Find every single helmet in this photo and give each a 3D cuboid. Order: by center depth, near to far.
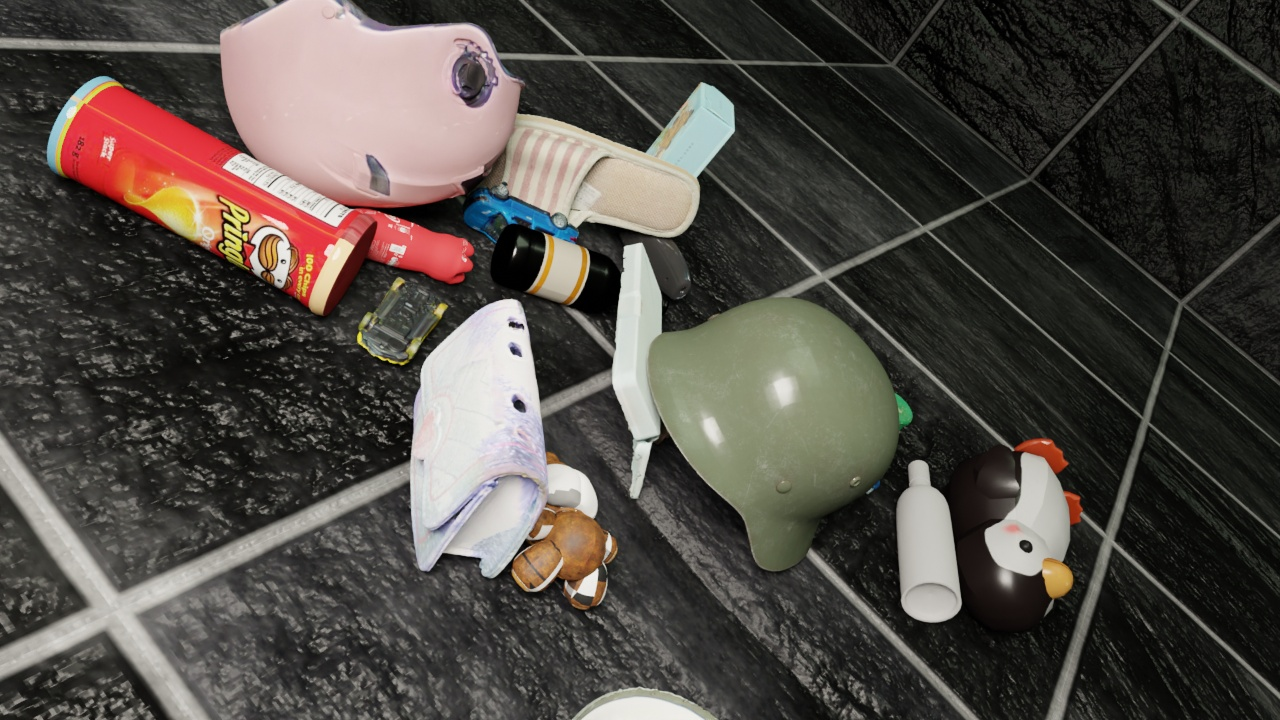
[{"bbox_3d":[0.124,0.037,0.766,0.267,0.154,0.226,19,43,-48],"label":"helmet"},{"bbox_3d":[-0.222,-0.207,0.787,0.230,0.152,0.254,4,3,40],"label":"helmet"}]

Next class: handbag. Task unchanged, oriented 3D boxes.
[{"bbox_3d":[-0.112,0.051,0.621,0.069,0.127,0.158,15,40,-26],"label":"handbag"}]

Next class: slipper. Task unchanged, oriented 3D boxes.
[{"bbox_3d":[-0.065,-0.178,0.948,0.262,0.115,0.052,11,34,-13],"label":"slipper"}]

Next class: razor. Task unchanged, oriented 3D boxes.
[{"bbox_3d":[0.020,-0.126,1.033,0.063,0.053,0.140,-3,51,-39],"label":"razor"}]

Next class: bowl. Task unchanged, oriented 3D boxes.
[{"bbox_3d":[0.003,0.268,0.505,0.153,0.073,0.153,24,36,-19],"label":"bowl"}]

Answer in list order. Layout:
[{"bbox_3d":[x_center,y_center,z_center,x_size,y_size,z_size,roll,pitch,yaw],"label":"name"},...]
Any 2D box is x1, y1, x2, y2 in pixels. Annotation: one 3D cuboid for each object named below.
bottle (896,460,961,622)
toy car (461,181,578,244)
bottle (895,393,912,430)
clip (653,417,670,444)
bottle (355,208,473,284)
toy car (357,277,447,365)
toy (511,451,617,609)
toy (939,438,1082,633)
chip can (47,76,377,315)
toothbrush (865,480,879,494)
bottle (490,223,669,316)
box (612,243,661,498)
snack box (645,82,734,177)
[{"bbox_3d":[0.280,0.166,0.904,0.052,0.053,0.194,31,33,-7],"label":"bottle"},{"bbox_3d":[-0.118,-0.132,0.910,0.120,0.056,0.043,23,57,-29],"label":"toy car"},{"bbox_3d":[0.216,0.078,0.902,0.043,0.111,0.043,25,35,-19],"label":"bottle"},{"bbox_3d":[0.025,0.056,0.836,0.060,0.026,0.049,3,47,-38],"label":"clip"},{"bbox_3d":[-0.215,-0.103,0.797,0.141,0.042,0.041,16,38,-28],"label":"bottle"},{"bbox_3d":[-0.192,-0.030,0.737,0.049,0.030,0.106,33,31,-8],"label":"toy car"},{"bbox_3d":[-0.059,0.114,0.656,0.087,0.067,0.112,30,15,-36],"label":"toy"},{"bbox_3d":[0.353,0.185,0.910,0.159,0.140,0.183,60,36,-24],"label":"toy"},{"bbox_3d":[-0.314,-0.121,0.688,0.213,0.087,0.086,29,34,-10],"label":"chip can"},{"bbox_3d":[0.251,0.102,0.996,0.021,0.017,0.134,37,30,-7],"label":"toothbrush"},{"bbox_3d":[-0.053,-0.078,0.899,0.181,0.059,0.059,17,38,-28],"label":"bottle"},{"bbox_3d":[0.002,0.003,0.784,0.044,0.136,0.196,-2,38,5],"label":"box"},{"bbox_3d":[0.039,-0.233,1.071,0.053,0.175,0.074,32,33,-18],"label":"snack box"}]
